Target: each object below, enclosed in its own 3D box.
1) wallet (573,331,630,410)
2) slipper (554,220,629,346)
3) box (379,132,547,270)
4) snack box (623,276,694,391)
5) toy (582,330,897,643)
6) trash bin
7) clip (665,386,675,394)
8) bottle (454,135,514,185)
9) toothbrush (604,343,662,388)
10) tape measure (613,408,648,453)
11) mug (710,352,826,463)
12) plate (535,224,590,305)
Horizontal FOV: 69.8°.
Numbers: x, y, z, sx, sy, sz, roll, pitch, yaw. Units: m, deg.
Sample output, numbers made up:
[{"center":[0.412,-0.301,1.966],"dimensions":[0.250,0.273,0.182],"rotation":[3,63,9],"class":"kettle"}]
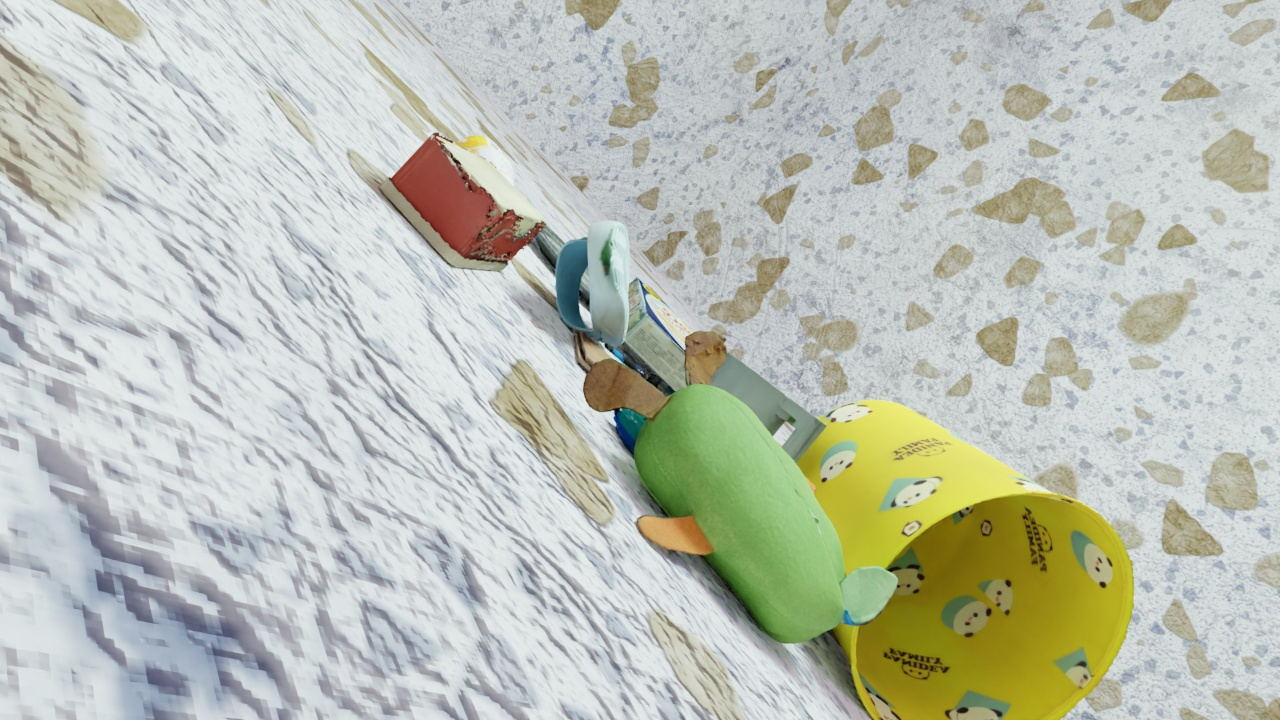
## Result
[{"center":[-0.016,0.022,0.852],"dimensions":[0.115,0.020,0.101],"rotation":[43,6,-16],"class":"wallet"},{"center":[-0.047,-0.074,0.896],"dimensions":[0.245,0.074,0.104],"rotation":[101,-11,-83],"class":"slipper"},{"center":[-0.130,-0.129,0.747],"dimensions":[0.091,0.077,0.168],"rotation":[47,7,0],"class":"box"},{"center":[0.047,-0.007,1.114],"dimensions":[0.178,0.046,0.182],"rotation":[44,12,-17],"class":"snack box"},{"center":[0.065,0.091,0.647],"dimensions":[0.226,0.090,0.246],"rotation":[-10,62,-51],"class":"toy"},{"center":[0.243,0.164,0.805],"dimensions":[0.229,0.230,0.255],"rotation":[45,5,-21],"class":"trash bin"},{"center":[0.056,0.047,1.150],"dimensions":[0.056,0.043,0.014],"rotation":[42,8,-20],"class":"clip"},{"center":[-0.160,-0.187,0.950],"dimensions":[0.063,0.063,0.108],"rotation":[41,9,-45],"class":"bottle"},{"center":[-0.006,0.006,0.976],"dimensions":[0.014,0.016,0.189],"rotation":[46,2,21],"class":"toothbrush"},{"center":[0.006,0.062,0.726],"dimensions":[0.054,0.025,0.058],"rotation":[51,8,34],"class":"tape measure"},{"center":[0.097,0.067,0.854],"dimensions":[0.124,0.103,0.083],"rotation":[41,4,41],"class":"mug"},{"center":[-0.082,-0.109,1.168],"dimensions":[0.179,0.024,0.179],"rotation":[48,6,-7],"class":"plate"}]
